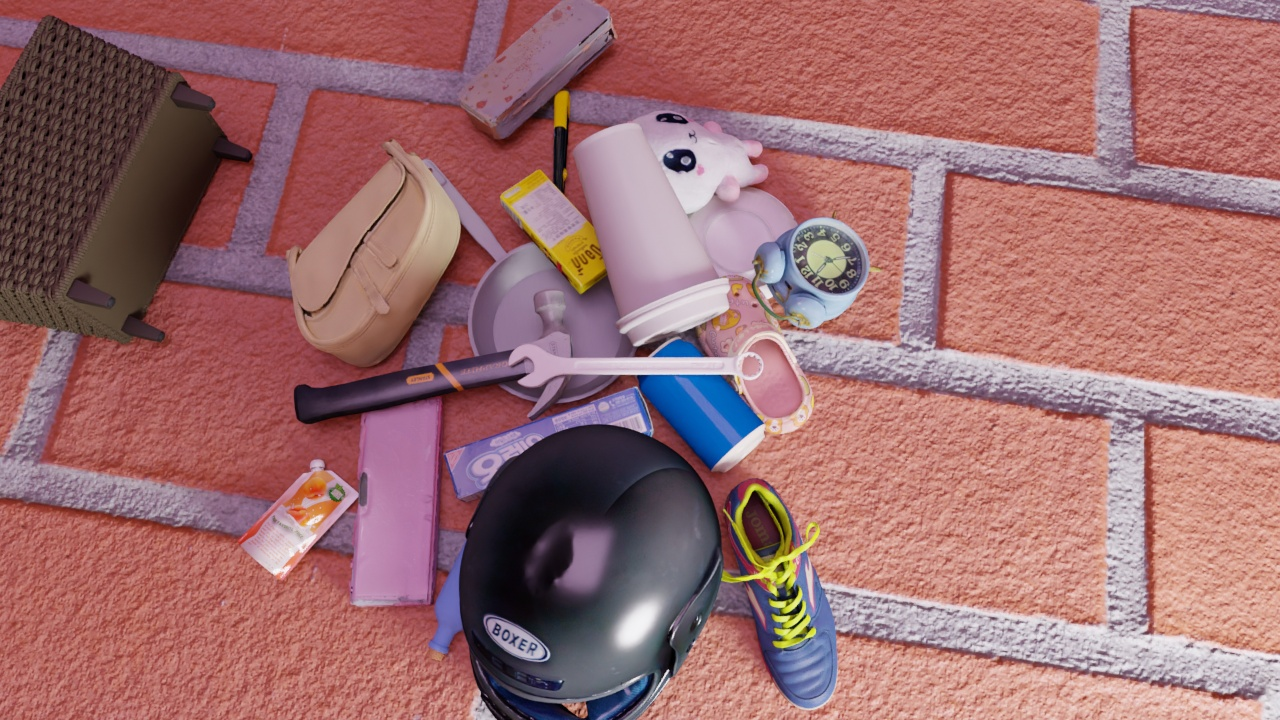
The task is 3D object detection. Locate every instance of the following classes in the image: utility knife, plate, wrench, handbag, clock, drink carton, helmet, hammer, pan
[{"bbox_3d":[-0.100,-0.237,1.135,0.020,0.029,0.213,0,74,6],"label":"utility knife"},{"bbox_3d":[0.119,-0.143,1.110,0.157,0.014,0.156,0,73,0],"label":"plate"},{"bbox_3d":[-0.006,0.006,0.985,0.273,0.009,0.047,0,77,3],"label":"wrench"},{"bbox_3d":[-0.308,-0.123,1.045,0.233,0.088,0.191,-46,70,4],"label":"handbag"},{"bbox_3d":[0.194,-0.099,1.058,0.161,0.060,0.118,-36,84,-24],"label":"clock"},{"bbox_3d":[-0.376,0.172,1.012,0.069,0.039,0.122,37,71,10],"label":"drink carton"},{"bbox_3d":[-0.061,0.212,0.878,0.249,0.236,0.315,24,77,18],"label":"helmet"},{"bbox_3d":[-0.228,0.016,1.017,0.312,0.035,0.139,-11,76,0],"label":"hammer"},{"bbox_3d":[-0.148,-0.102,1.081,0.200,0.051,0.356,-39,77,-10],"label":"pan"}]

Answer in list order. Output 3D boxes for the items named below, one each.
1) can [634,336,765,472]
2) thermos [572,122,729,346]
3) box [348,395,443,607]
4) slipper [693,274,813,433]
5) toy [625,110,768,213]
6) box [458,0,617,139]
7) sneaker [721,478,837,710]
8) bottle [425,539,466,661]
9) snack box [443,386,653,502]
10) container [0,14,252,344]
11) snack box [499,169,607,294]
[{"bbox_3d":[0.066,0.050,1.018,0.079,0.079,0.146,-39,77,-11],"label":"can"},{"bbox_3d":[0.004,-0.138,0.999,0.131,0.131,0.222,-21,86,-6],"label":"thermos"},{"bbox_3d":[-0.266,0.152,1.012,0.098,0.037,0.232,0,73,1],"label":"box"},{"bbox_3d":[0.125,-0.010,1.033,0.093,0.081,0.197,-26,78,2],"label":"slipper"},{"bbox_3d":[0.064,-0.236,1.098,0.179,0.102,0.138,-5,62,-10],"label":"toy"},{"bbox_3d":[-0.127,-0.367,1.151,0.216,0.063,0.081,-46,56,-12],"label":"box"},{"bbox_3d":[0.142,0.241,0.953,0.116,0.091,0.241,-17,74,-7],"label":"sneaker"},{"bbox_3d":[-0.190,0.254,0.974,0.048,0.048,0.131,23,75,7],"label":"bottle"},{"bbox_3d":[-0.099,0.094,1.018,0.226,0.059,0.059,-20,78,-5],"label":"snack box"},{"bbox_3d":[-0.614,-0.187,1.050,0.205,0.177,0.320,18,74,2],"label":"container"},{"bbox_3d":[-0.094,-0.150,1.064,0.061,0.026,0.149,-38,78,-17],"label":"snack box"}]
